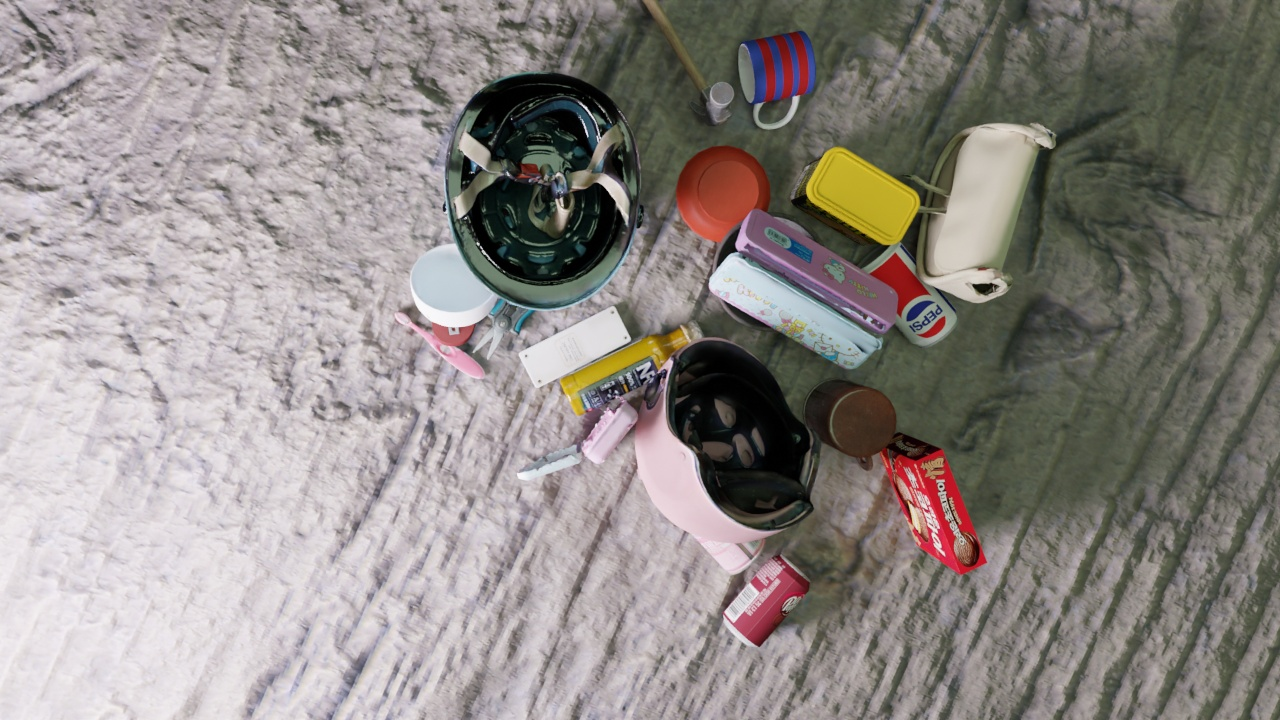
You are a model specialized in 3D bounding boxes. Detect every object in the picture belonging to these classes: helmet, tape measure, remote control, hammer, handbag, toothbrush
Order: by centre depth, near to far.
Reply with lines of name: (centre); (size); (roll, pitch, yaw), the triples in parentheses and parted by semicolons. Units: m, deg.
helmet: (-0.111, -0.184, 1.063); (0.225, 0.167, 0.265); (2, 86, -7)
helmet: (0.091, 0.103, 1.096); (0.229, 0.153, 0.254); (17, 49, -29)
handbag: (0.391, -0.186, 1.097); (0.132, 0.184, 0.229); (19, 83, -8)
hammer: (0.013, -0.424, 1.100); (0.030, 0.119, 0.331); (-32, 88, -3)
tape measure: (-0.227, -0.045, 1.132); (0.059, 0.019, 0.051); (-8, 79, -13)
toothbrush: (-0.250, -0.019, 1.142); (0.135, 0.016, 0.021); (36, 85, -7)
remote control: (-0.082, -0.018, 1.161); (0.136, 0.011, 0.050); (-27, 97, -3)

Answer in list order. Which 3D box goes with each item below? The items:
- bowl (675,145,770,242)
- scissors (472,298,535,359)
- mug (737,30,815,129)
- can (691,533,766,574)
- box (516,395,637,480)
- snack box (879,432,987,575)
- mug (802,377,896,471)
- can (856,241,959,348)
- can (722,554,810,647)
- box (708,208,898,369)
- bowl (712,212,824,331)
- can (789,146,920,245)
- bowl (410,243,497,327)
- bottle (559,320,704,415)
bowl: (0.107, -0.210, 1.151); (0.122, 0.035, 0.122); (0, 95, -6)
scissors: (-0.153, -0.073, 1.145); (0.120, 0.019, 0.150); (-2, 96, -9)
mug: (0.169, -0.343, 1.135); (0.076, 0.075, 0.112); (-12, 122, -5)
can: (0.112, 0.223, 1.171); (0.067, 0.067, 0.076); (-43, 98, -1)
box: (-0.065, 0.101, 1.076); (0.155, 0.201, 0.059); (-37, 89, -3)
snack box: (0.364, 0.176, 1.159); (0.036, 0.132, 0.152); (-24, 96, -4)
mug: (0.268, 0.086, 1.157); (0.096, 0.110, 0.123); (-26, 96, 2)
can: (0.338, -0.084, 1.167); (0.070, 0.070, 0.132); (-42, 97, -1)
can: (0.163, 0.310, 1.185); (0.063, 0.063, 0.114); (41, 90, -7)
box: (0.194, -0.079, 1.103); (0.214, 0.089, 0.093); (29, 134, -7)
bowl: (0.156, -0.110, 1.148); (0.145, 0.067, 0.145); (0, 95, -6)
can: (0.260, -0.198, 1.134); (0.131, 0.101, 0.072); (29, 91, -7)
bowl: (-0.223, -0.085, 1.108); (0.105, 0.054, 0.104); (5, 59, -8)
bottle: (-0.007, 0.007, 1.149); (0.186, 0.053, 0.053); (-26, 97, -3)
